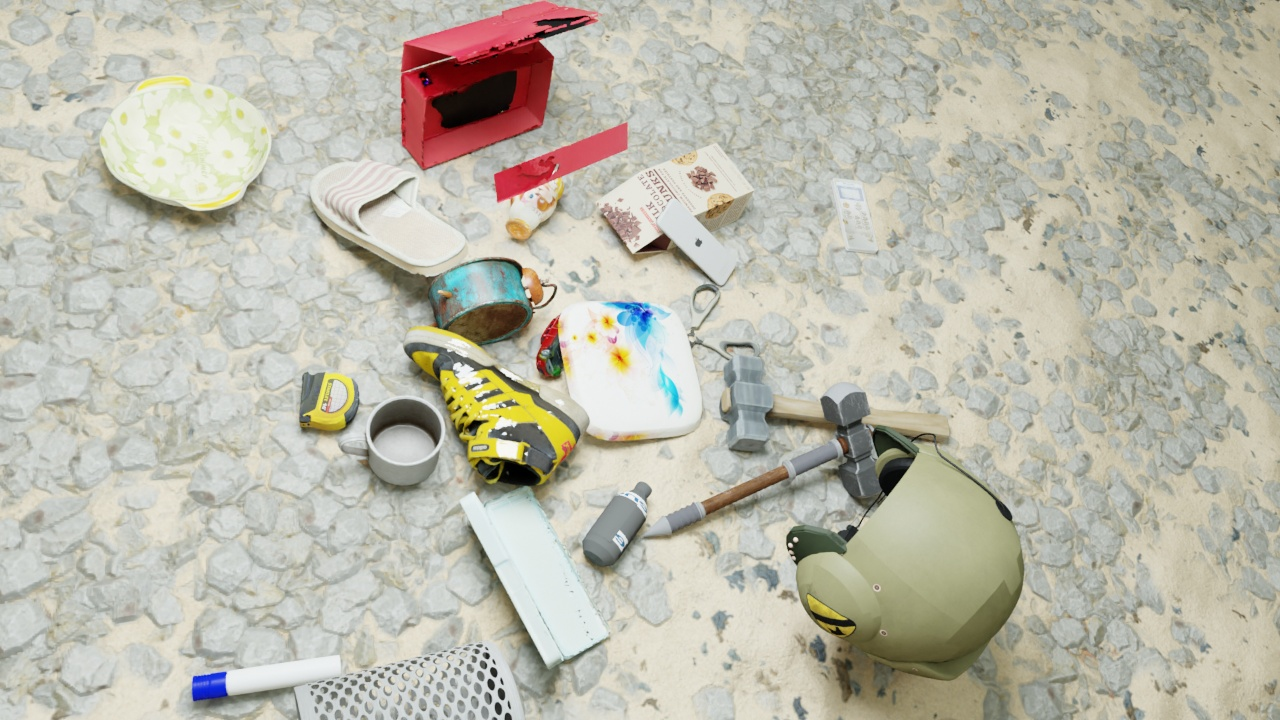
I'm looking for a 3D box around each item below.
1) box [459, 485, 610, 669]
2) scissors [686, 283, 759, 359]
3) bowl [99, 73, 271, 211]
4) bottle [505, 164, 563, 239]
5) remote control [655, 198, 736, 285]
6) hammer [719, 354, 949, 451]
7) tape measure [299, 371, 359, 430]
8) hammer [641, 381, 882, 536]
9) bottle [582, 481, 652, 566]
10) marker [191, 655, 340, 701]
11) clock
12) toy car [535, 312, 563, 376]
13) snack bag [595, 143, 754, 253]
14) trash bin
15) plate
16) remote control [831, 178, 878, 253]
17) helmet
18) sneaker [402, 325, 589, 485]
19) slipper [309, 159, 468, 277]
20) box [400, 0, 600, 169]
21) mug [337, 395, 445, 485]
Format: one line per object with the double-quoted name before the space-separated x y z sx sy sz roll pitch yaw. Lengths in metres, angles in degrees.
"box" -0.116 0.227 0.990 0.122 0.078 0.197 -15 66 -45
"scissors" 0.083 -0.040 1.237 0.170 0.013 0.157 12 58 -9
"bowl" -0.559 -0.256 1.140 0.188 0.060 0.219 -21 70 -27
"bottle" -0.146 -0.213 1.237 0.063 0.063 0.108 23 58 -3
"remote control" 0.078 -0.160 1.253 0.146 0.008 0.045 40 77 -33
"hammer" 0.261 0.071 1.209 0.322 0.051 0.117 8 61 -15
"tape measure" -0.352 0.048 1.040 0.064 0.037 0.065 2 63 -15
"hammer" 0.148 0.148 1.116 0.321 0.043 0.156 -21 104 -16
"bottle" -0.023 0.185 1.055 0.047 0.047 0.112 36 57 5
"marker" -0.363 0.309 0.895 0.133 0.027 0.023 -2 62 -21
"clock" -0.178 -0.077 1.117 0.157 0.122 0.073 -9 68 -27
"toy car" -0.106 -0.020 1.151 0.036 0.042 0.091 4 48 20
"snack bag" 0.045 -0.221 1.295 0.205 0.070 0.094 -26 71 -28
"trash bin" -0.208 0.352 0.842 0.183 0.157 0.156 -10 64 -25
"plate" -0.007 0.007 1.150 0.186 0.016 0.186 -2 69 -30
"remote control" 0.331 -0.225 1.419 0.050 0.011 0.135 4 60 -15
"helmet" 0.285 0.220 0.991 0.233 0.256 0.249 40 59 12
"sneaker" -0.187 0.060 1.049 0.238 0.086 0.121 27 54 2
"slipper" -0.315 -0.189 1.134 0.263 0.052 0.114 35 56 28
"box" -0.180 -0.395 1.151 0.210 0.379 0.124 -28 89 -29
"mug" -0.276 0.092 1.018 0.113 0.071 0.084 -7 63 -20
